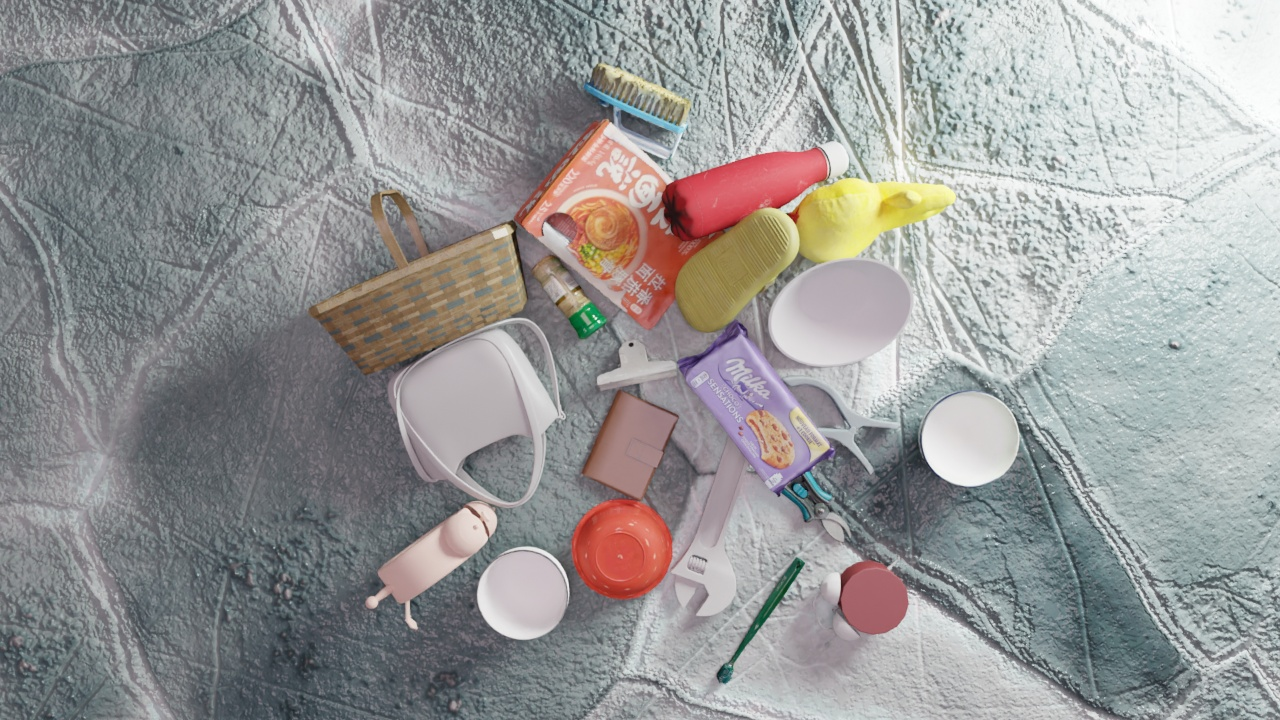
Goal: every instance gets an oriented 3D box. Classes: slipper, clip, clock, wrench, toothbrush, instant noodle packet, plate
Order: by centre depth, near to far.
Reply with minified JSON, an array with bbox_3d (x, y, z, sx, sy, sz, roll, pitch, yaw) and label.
[{"bbox_3d":[0.122,-0.114,1.115,0.191,0.081,0.091,-42,80,36],"label":"slipper"},{"bbox_3d":[0.240,-0.067,1.117,0.174,0.036,0.174,-2,134,-3],"label":"plate"},{"bbox_3d":[-0.245,0.245,1.123,0.160,0.131,0.086,-42,90,2],"label":"clock"},{"bbox_3d":[-0.020,-0.164,1.136,0.221,0.084,0.164,40,90,-18],"label":"instant noodle packet"},{"bbox_3d":[0.279,0.300,1.152,0.124,0.044,0.087,-19,91,2],"label":"clock"},{"bbox_3d":[0.248,0.059,1.154,0.163,0.028,0.106,34,93,0],"label":"clip"},{"bbox_3d":[-0.007,0.008,1.164,0.102,0.053,0.058,-11,126,1],"label":"clip"},{"bbox_3d":[0.110,0.192,1.169,0.087,0.018,0.273,19,91,1],"label":"wrench"},{"bbox_3d":[0.153,0.333,1.171,0.016,0.017,0.190,33,93,0],"label":"toothbrush"}]

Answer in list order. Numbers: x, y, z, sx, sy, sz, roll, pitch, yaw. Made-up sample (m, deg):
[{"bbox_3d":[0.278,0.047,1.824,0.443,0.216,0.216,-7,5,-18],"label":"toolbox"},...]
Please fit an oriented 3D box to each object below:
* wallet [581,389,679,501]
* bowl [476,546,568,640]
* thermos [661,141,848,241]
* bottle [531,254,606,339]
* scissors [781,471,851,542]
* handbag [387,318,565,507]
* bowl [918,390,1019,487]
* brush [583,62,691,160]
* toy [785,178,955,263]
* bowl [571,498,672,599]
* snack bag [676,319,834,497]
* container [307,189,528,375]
[{"bbox_3d":[-0.013,0.108,1.171,0.087,0.013,0.121,24,92,5],"label":"wallet"},{"bbox_3d":[-0.145,0.287,1.156,0.113,0.063,0.113,0,92,1],"label":"bowl"},{"bbox_3d":[0.145,-0.212,1.107,0.239,0.073,0.073,-21,91,-16],"label":"thermos"},{"bbox_3d":[-0.091,-0.080,1.153,0.043,0.043,0.111,-38,89,2],"label":"bottle"},{"bbox_3d":[0.207,0.171,1.164,0.150,0.019,0.131,3,94,0],"label":"scissors"},{"bbox_3d":[-0.188,0.078,1.139,0.216,0.095,0.222,-26,96,4],"label":"handbag"},{"bbox_3d":[0.397,0.094,1.133,0.118,0.062,0.118,0,92,2],"label":"bowl"},{"bbox_3d":[-0.009,-0.310,1.138,0.136,0.055,0.075,24,114,1],"label":"brush"},{"bbox_3d":[0.264,-0.172,1.091,0.208,0.134,0.092,-17,85,5],"label":"toy"},{"bbox_3d":[-0.024,0.243,1.160,0.130,0.045,0.130,0,92,2],"label":"bowl"},{"bbox_3d":[0.142,0.057,1.124,0.096,0.058,0.205,-39,82,16],"label":"snack bag"},{"bbox_3d":[-0.269,-0.115,1.103,0.250,0.157,0.186,-22,102,2],"label":"container"}]
